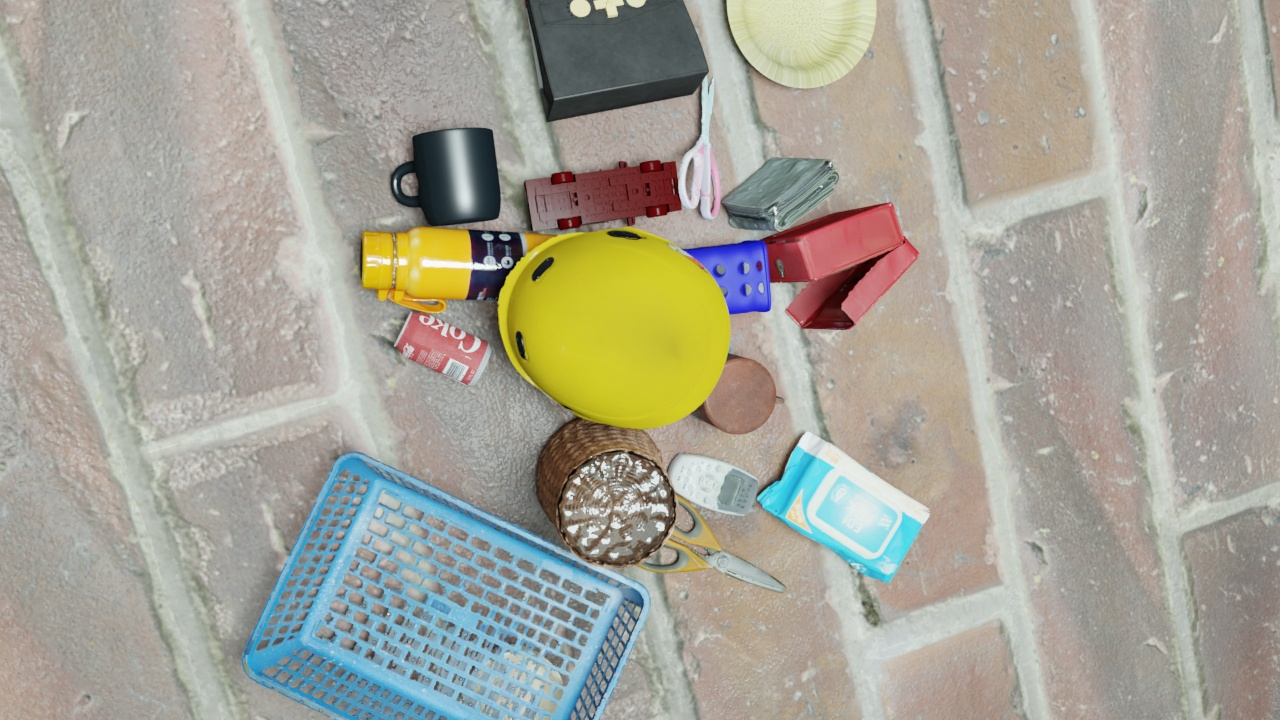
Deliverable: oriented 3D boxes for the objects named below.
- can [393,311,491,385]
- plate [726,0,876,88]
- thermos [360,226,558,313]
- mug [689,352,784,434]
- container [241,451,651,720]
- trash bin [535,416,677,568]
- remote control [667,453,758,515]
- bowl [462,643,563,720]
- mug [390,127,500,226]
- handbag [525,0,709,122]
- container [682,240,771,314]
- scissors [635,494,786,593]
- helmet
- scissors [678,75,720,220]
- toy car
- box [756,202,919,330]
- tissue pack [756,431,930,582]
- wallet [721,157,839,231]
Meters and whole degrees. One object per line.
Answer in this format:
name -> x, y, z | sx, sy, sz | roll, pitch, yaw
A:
can -> -0.217, -0.014, 1.009 | 0.096, 0.054, 0.054 | 26, 89, -15
plate -> 0.183, -0.411, 1.074 | 0.184, 0.036, 0.184 | -1, 96, -13
thermos -> -0.179, -0.095, 0.986 | 0.232, 0.076, 0.091 | 1, 95, -20
mug -> 0.114, 0.038, 1.072 | 0.123, 0.110, 0.096 | 8, 99, -14
container -> -0.199, 0.281, 0.979 | 0.362, 0.089, 0.257 | 25, 86, 3
trash bin -> -0.032, 0.141, 0.985 | 0.151, 0.210, 0.151 | -1, 93, -10
remote control -> 0.087, 0.149, 1.116 | 0.114, 0.028, 0.060 | 22, 91, -16
bowl -> -0.150, 0.381, 1.064 | 0.115, 0.062, 0.115 | -2, 97, -14
mug -> -0.212, -0.193, 0.983 | 0.122, 0.085, 0.094 | -4, 98, 15
handbag -> -0.040, -0.386, 1.018 | 0.175, 0.072, 0.195 | -14, 89, -12
container -> 0.081, -0.091, 1.060 | 0.113, 0.085, 0.084 | -8, 97, -12
scissors -> 0.082, 0.250, 1.131 | 0.229, 0.016, 0.114 | 34, 86, -14
helmet -> -0.013, -0.026, 0.919 | 0.239, 0.140, 0.209 | 13, 98, -24
scissors -> 0.067, -0.253, 1.047 | 0.101, 0.016, 0.178 | -2, 94, -58
toy car -> -0.044, -0.183, 1.029 | 0.169, 0.062, 0.070 | -10, 98, -13
box -> 0.219, -0.123, 1.056 | 0.137, 0.157, 0.126 | -42, 100, -9
tissue pack -> 0.254, 0.183, 1.145 | 0.209, 0.066, 0.117 | 33, 87, -13
wallet -> 0.159, -0.188, 1.044 | 0.100, 0.132, 0.054 | -42, 108, -6
